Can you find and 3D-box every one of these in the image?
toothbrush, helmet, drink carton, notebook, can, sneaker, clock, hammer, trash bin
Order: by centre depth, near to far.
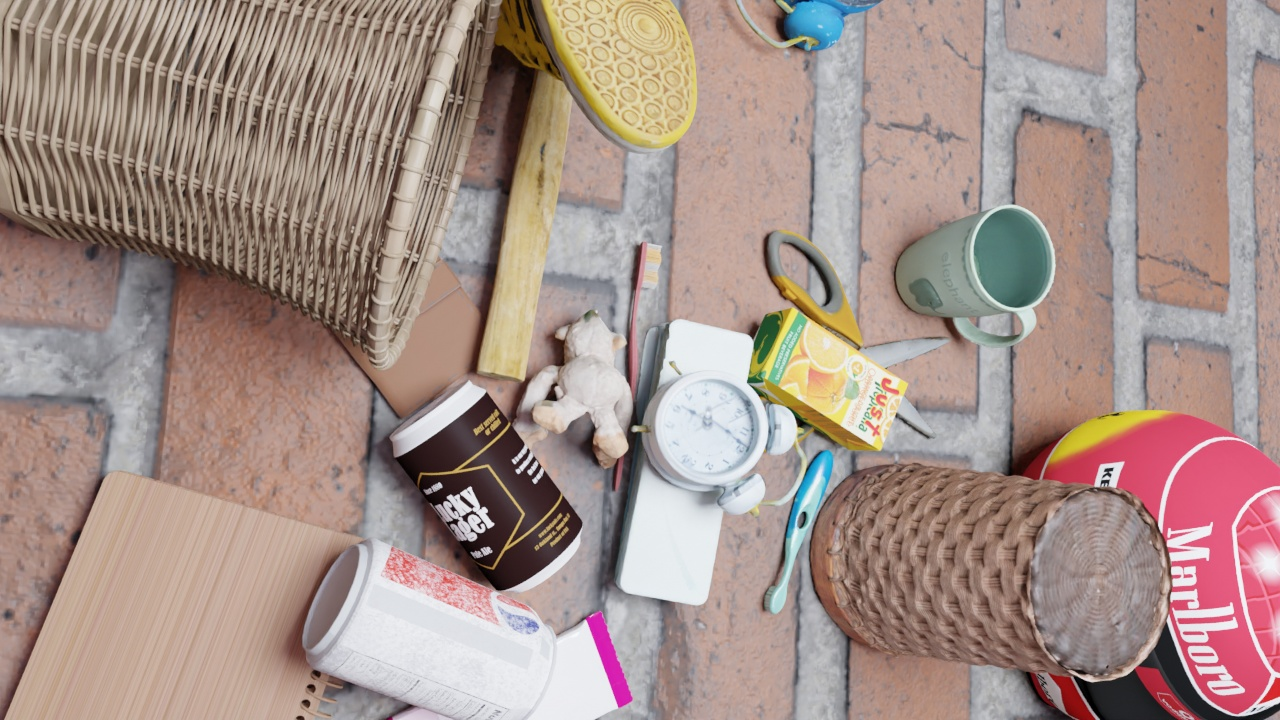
[{"bbox_3d":[-0.265,0.190,0.543,0.169,0.022,0.210,21,78,-19],"label":"notebook"},{"bbox_3d":[-0.124,0.167,0.552,0.136,0.078,0.078,32,74,-25],"label":"can"},{"bbox_3d":[-0.043,-0.202,0.562,0.086,0.122,0.238,-4,67,-24],"label":"sneaker"},{"bbox_3d":[-0.098,0.082,0.594,0.071,0.072,0.128,-38,100,-21],"label":"can"},{"bbox_3d":[0.056,0.054,0.616,0.117,0.057,0.083,30,79,-1],"label":"clock"},{"bbox_3d":[-0.071,-0.149,0.641,0.132,0.033,0.330,13,79,-22],"label":"hammer"},{"bbox_3d":[0.242,0.152,0.655,0.151,0.210,0.151,2,85,-22],"label":"trash bin"},{"bbox_3d":[-0.004,0.004,0.671,0.015,0.015,0.184,9,84,-12],"label":"toothbrush"},{"bbox_3d":[0.141,0.018,0.697,0.122,0.041,0.058,31,75,-18],"label":"drink carton"},{"bbox_3d":[0.123,0.132,0.715,0.022,0.017,0.135,28,73,-18],"label":"toothbrush"},{"bbox_3d":[0.414,0.173,0.719,0.197,0.225,0.271,-14,90,-23],"label":"helmet"},{"bbox_3d":[0.139,-0.319,0.733,0.117,0.060,0.161,48,72,-14],"label":"clock"}]

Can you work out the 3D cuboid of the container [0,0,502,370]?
[{"bbox_3d":[-0.199,-0.131,0.490,0.196,0.227,0.226,16,79,-9],"label":"container"}]

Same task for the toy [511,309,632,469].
[{"bbox_3d":[-0.045,0.016,0.632,0.085,0.074,0.105,8,76,-6],"label":"toy"}]

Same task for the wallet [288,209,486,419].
[{"bbox_3d":[-0.159,-0.034,0.610,0.087,0.013,0.121,-39,101,-21],"label":"wallet"}]

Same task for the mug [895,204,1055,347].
[{"bbox_3d":[0.270,-0.060,0.741,0.084,0.104,0.111,-35,98,-22],"label":"mug"}]

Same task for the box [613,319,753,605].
[{"bbox_3d":[0.028,0.071,0.660,0.085,0.071,0.198,16,81,-40],"label":"box"}]

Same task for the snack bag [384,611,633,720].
[{"bbox_3d":[-0.101,0.239,0.610,0.196,0.016,0.070,-21,93,-22],"label":"snack bag"}]

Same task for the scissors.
[{"bbox_3d":[0.155,0.006,0.736,0.225,0.016,0.225,46,71,-13],"label":"scissors"}]
